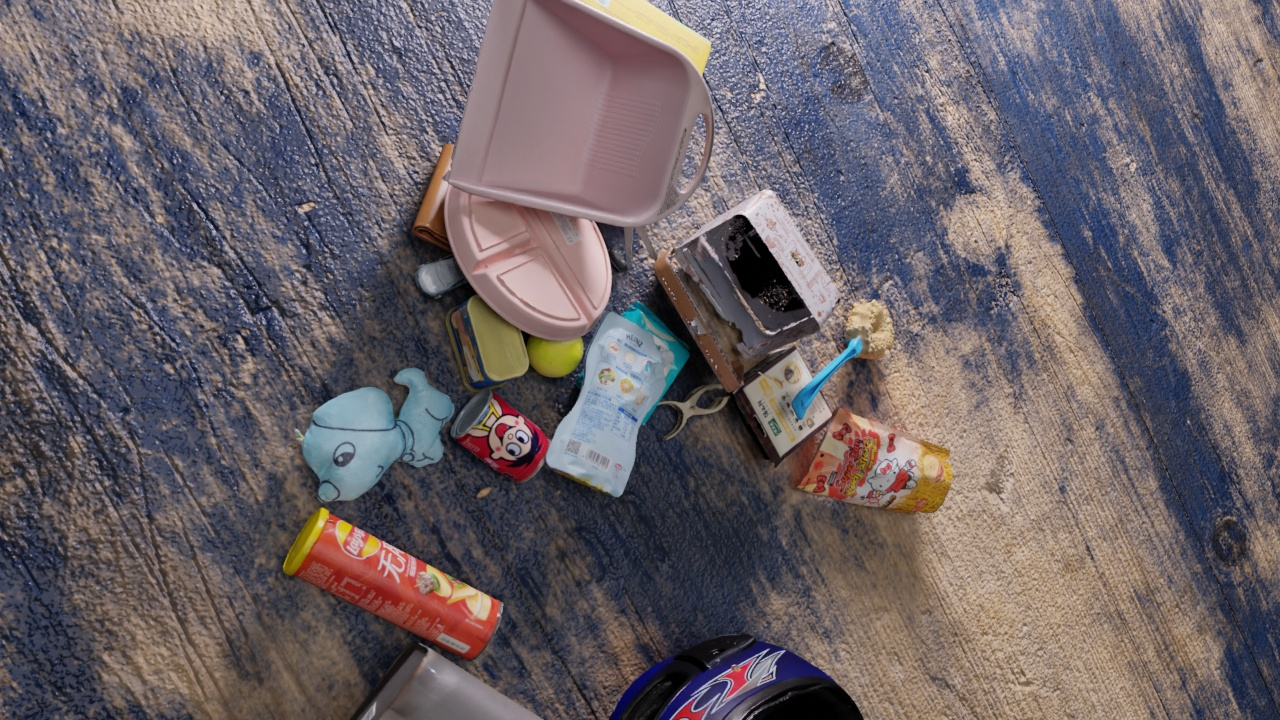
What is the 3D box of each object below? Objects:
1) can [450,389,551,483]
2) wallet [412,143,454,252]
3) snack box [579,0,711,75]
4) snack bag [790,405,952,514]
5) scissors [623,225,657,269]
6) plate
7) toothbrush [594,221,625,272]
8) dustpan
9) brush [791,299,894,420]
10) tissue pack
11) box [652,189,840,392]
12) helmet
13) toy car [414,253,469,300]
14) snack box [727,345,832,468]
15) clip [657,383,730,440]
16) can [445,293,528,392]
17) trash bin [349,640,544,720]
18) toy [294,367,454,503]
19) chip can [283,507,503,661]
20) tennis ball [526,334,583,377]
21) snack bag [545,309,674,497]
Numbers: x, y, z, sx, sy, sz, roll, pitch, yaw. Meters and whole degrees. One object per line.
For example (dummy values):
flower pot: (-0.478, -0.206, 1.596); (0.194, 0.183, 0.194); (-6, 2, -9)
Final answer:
can: (-0.151, 0.084, 1.003); (0.094, 0.067, 0.066); (41, 67, -23)
wallet: (-0.188, -0.171, 1.025); (0.107, 0.031, 0.131); (26, 51, -21)
snack box: (-0.033, -0.365, 1.128); (0.210, 0.070, 0.157); (24, 73, -21)
snack bag: (0.312, 0.142, 1.216); (0.207, 0.073, 0.129); (17, 110, -26)
scissors: (-0.012, -0.203, 1.115); (0.165, 0.157, 0.012); (43, 22, 5)
plate: (-0.116, -0.131, 1.022); (0.229, 0.028, 0.229); (28, 47, -35)
toothbrush: (-0.068, -0.190, 1.116); (0.014, 0.017, 0.189); (-34, 96, -36)
dustpan: (-0.045, -0.259, 0.979); (0.272, 0.139, 0.223); (-1, 110, -56)
brush: (0.264, 0.000, 1.207); (0.253, 0.046, 0.083); (-40, 111, -38)
tissue pack: (-0.006, 0.006, 1.097); (0.093, 0.050, 0.133); (39, 68, -16)
box: (0.107, -0.076, 1.104); (0.183, 0.155, 0.186); (55, 43, -9)
helmet: (0.074, 0.423, 0.959); (0.314, 0.241, 0.247); (1, 82, -44)
toy car: (-0.207, -0.100, 1.025); (0.090, 0.034, 0.043); (-27, 98, -25)
snack box: (0.175, 0.060, 1.176); (0.125, 0.053, 0.113); (-33, 98, -26)
clip: (0.062, 0.059, 1.134); (0.100, 0.035, 0.071); (-23, 94, -22)
can: (-0.167, -0.021, 1.004); (0.057, 0.083, 0.102); (-16, 90, -27)
trash bin: (-0.177, 0.404, 0.885); (0.220, 0.199, 0.198); (40, 67, -9)
toy: (-0.278, 0.076, 0.956); (0.156, 0.050, 0.161); (20, 72, -27)
chip can: (-0.248, 0.230, 0.934); (0.216, 0.073, 0.073); (33, 70, -18)
tennis ball: (-0.098, -0.013, 1.047); (0.065, 0.066, 0.065); (4, 81, -26)
snack bag: (-0.031, 0.049, 1.031); (0.110, 0.039, 0.190); (26, 76, -22)
